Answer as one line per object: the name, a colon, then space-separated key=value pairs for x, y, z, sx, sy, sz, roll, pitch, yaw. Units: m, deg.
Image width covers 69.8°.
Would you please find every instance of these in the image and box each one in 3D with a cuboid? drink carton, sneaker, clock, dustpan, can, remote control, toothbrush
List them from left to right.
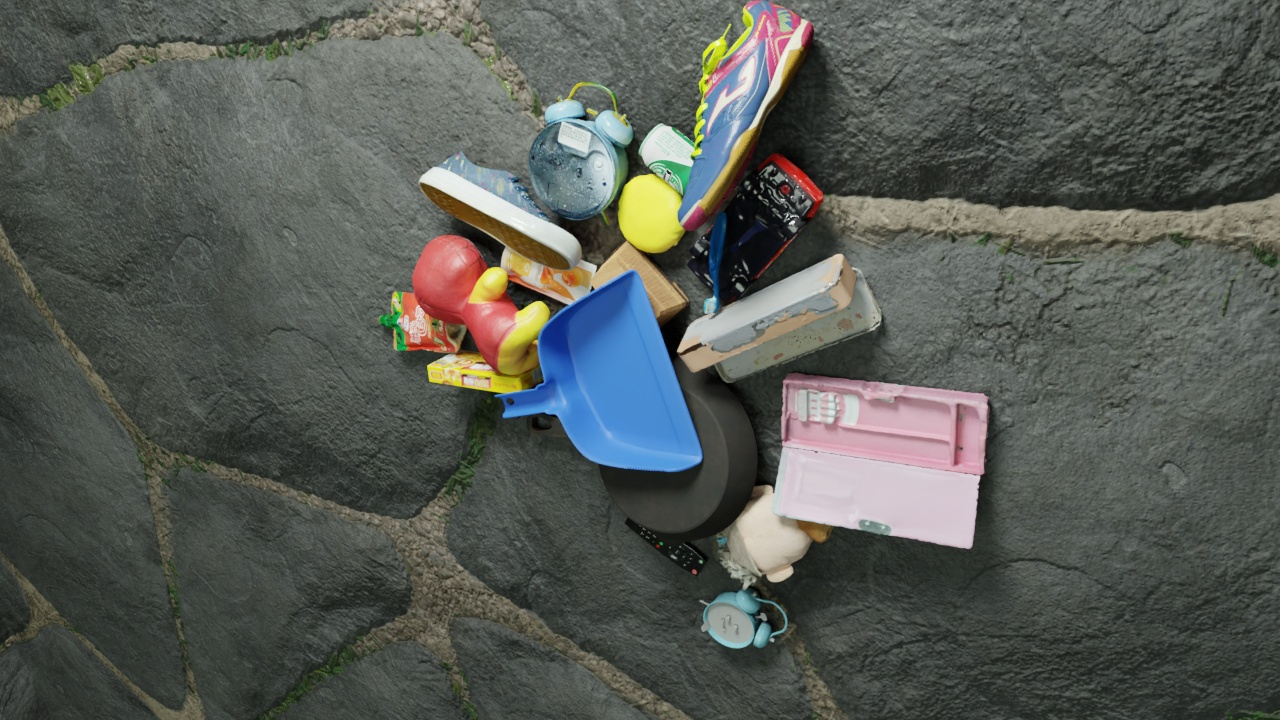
sneaker: x=-0.165 y=-0.195 z=1.146 sx=0.235 sy=0.079 sz=0.087 roll=30 pitch=163 yaw=15
drink carton: x=-0.117 y=-0.114 z=1.186 sx=0.122 sy=0.038 sz=0.069 roll=23 pitch=119 yaw=11
dustpan: x=-0.076 y=0.034 z=1.137 sx=0.258 sy=0.059 sz=0.245 roll=-10 pitch=105 yaw=40
clock: x=-0.068 y=-0.245 z=1.084 sx=0.118 sy=0.059 sz=0.162 roll=24 pitch=120 yaw=17
remote control: x=0.035 y=0.251 z=1.271 sx=0.125 sy=0.010 sz=0.039 roll=33 pitch=122 yaw=12
can: x=0.050 y=-0.219 z=1.036 sx=0.101 sy=0.053 sz=0.053 roll=40 pitch=124 yaw=7
toothbrush: x=0.085 y=-0.108 z=1.034 sx=0.021 sy=0.016 sz=0.132 roll=47 pitch=146 yaw=43
sneaker: x=0.086 y=-0.254 z=0.954 sx=0.091 sy=0.116 sz=0.242 roll=29 pitch=96 yaw=5
clock: x=0.140 y=0.349 z=1.238 sx=0.123 sy=0.041 sz=0.087 roll=-13 pitch=104 yaw=33

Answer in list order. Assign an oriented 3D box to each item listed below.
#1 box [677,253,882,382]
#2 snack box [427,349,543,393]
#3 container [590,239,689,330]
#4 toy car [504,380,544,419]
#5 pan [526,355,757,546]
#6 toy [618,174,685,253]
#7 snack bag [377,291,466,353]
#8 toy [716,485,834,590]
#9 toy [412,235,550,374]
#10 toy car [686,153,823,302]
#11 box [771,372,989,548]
box: x=0.149 y=-0.040 z=1.038 sx=0.217 sy=0.107 sz=0.094 roll=-24 pitch=86 yaw=33
snack box: x=-0.209 y=0.015 z=1.261 sx=0.152 sy=0.075 sz=0.025 roll=7 pitch=112 yaw=25
container: x=-0.005 y=-0.086 z=1.117 sx=0.114 sy=0.061 sz=0.063 roll=49 pitch=124 yaw=1
toy car: x=-0.152 y=0.051 z=1.265 sx=0.092 sy=0.042 sz=0.036 roll=-21 pitch=102 yaw=33
pan: x=-0.018 y=0.110 z=1.190 sx=0.357 sy=0.043 sz=0.249 roll=9 pitch=100 yaw=33
toy: x=0.013 y=-0.172 z=1.083 sx=0.096 sy=0.041 sz=0.094 roll=-39 pitch=85 yaw=39
snack bag: x=-0.319 y=-0.054 z=1.318 sx=0.155 sy=0.044 sz=0.087 roll=6 pitch=102 yaw=33
toy: x=0.167 y=0.208 z=1.145 sx=0.176 sy=0.076 sz=0.132 roll=-22 pitch=84 yaw=35
toy: x=-0.215 y=-0.076 z=1.199 sx=0.216 sy=0.098 sz=0.148 roll=40 pitch=140 yaw=17
toy car: x=0.124 y=-0.143 z=1.028 sx=0.081 sy=0.056 sz=0.190 roll=45 pitch=134 yaw=5
box: x=0.273 y=0.109 z=1.056 sx=0.233 sy=0.059 sz=0.179 roll=8 pitch=98 yaw=25
